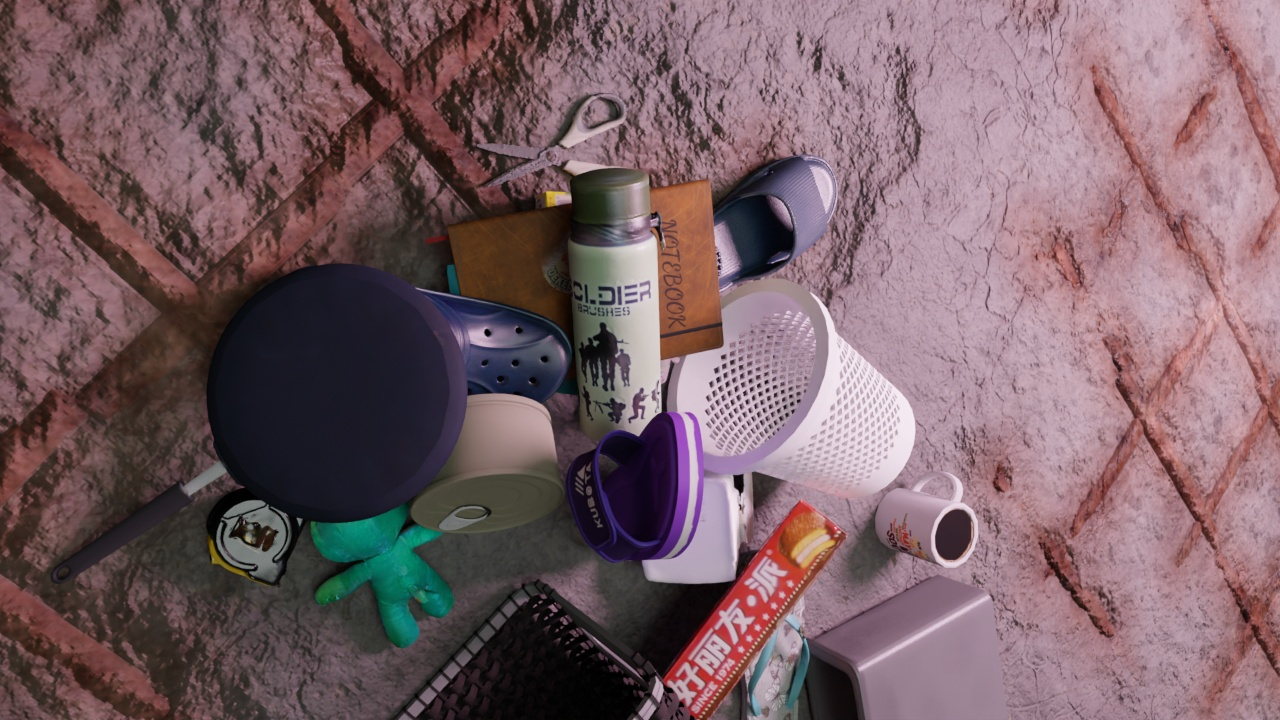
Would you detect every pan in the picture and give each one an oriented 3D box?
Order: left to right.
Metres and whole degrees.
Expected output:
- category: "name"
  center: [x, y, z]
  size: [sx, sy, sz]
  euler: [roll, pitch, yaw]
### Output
- category: "pan"
  center: [-0.298, 0.068, 0.697]
  size: [0.356, 0.021, 0.198]
  euler: [-34, 87, -1]

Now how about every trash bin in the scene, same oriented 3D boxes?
- category: "trash bin"
  center: [0.166, 0.048, 0.928]
  size: [0.199, 0.196, 0.195]
  euler: [28, 81, -37]
- category: "trash bin"
  center: [0.314, 0.383, 1.078]
  size: [0.219, 0.098, 0.192]
  euler: [-17, 102, -28]

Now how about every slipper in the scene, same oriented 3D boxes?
- category: "slipper"
  center: [-0.179, -0.007, 0.757]
  size: [0.252, 0.095, 0.105]
  euler: [15, 100, -16]
- category: "slipper"
  center: [-0.024, 0.121, 0.788]
  size: [0.084, 0.267, 0.107]
  euler: [1, 71, -14]
- category: "slipper"
  center: [0.120, -0.128, 0.935]
  size: [0.263, 0.083, 0.101]
  euler: [-33, 111, -22]
- category: "slipper"
  center: [0.153, 0.339, 1.012]
  size: [0.098, 0.055, 0.269]
  euler: [-9, 100, -30]

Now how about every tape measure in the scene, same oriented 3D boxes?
- category: "tape measure"
  center: [-0.314, 0.140, 0.746]
  size: [0.072, 0.042, 0.071]
  euler: [26, 85, -25]

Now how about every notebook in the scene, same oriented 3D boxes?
- category: "notebook"
  center: [-0.050, -0.055, 0.832]
  size: [0.249, 0.014, 0.179]
  euler: [-12, 115, -10]

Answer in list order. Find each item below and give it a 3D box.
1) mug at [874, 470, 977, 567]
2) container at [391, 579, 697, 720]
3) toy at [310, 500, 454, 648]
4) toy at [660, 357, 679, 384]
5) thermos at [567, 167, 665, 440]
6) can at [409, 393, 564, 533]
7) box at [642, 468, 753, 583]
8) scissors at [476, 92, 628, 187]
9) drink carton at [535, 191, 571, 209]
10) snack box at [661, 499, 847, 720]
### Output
- category: "mug"
  center: [0.339, 0.180, 1.076]
  size: [0.073, 0.090, 0.105]
  euler: [21, 84, -28]
- category: "container"
  center: [-0.059, 0.390, 0.795]
  size: [0.245, 0.248, 0.243]
  euler: [-45, 117, -18]
- category: "toy"
  center: [-0.220, 0.162, 0.785]
  size: [0.130, 0.072, 0.193]
  euler: [-37, 119, -27]
- category: "toy"
  center: [-0.005, 0.005, 0.899]
  size: [0.110, 0.047, 0.063]
  euler: [-40, 100, -14]
- category: "thermos"
  center: [-0.018, -0.048, 0.791]
  size: [0.082, 0.082, 0.232]
  euler: [-14, 115, -27]
- category: "can"
  center: [-0.133, 0.090, 0.781]
  size: [0.127, 0.128, 0.073]
  euler: [6, 57, -29]
- category: "box"
  center: [0.072, 0.154, 0.947]
  size: [0.128, 0.136, 0.108]
  euler: [-4, 100, 12]
- category: "scissors"
  center: [-0.067, -0.198, 0.866]
  size: [0.158, 0.013, 0.162]
  euler: [30, 80, -25]
- category: "drink carton"
  center: [-0.027, -0.132, 0.852]
  size: [0.134, 0.058, 0.043]
  euler: [1, 94, -15]
- category: "snack box"
  center: [0.110, 0.250, 0.921]
  size: [0.060, 0.113, 0.236]
  euler: [37, 84, 12]
